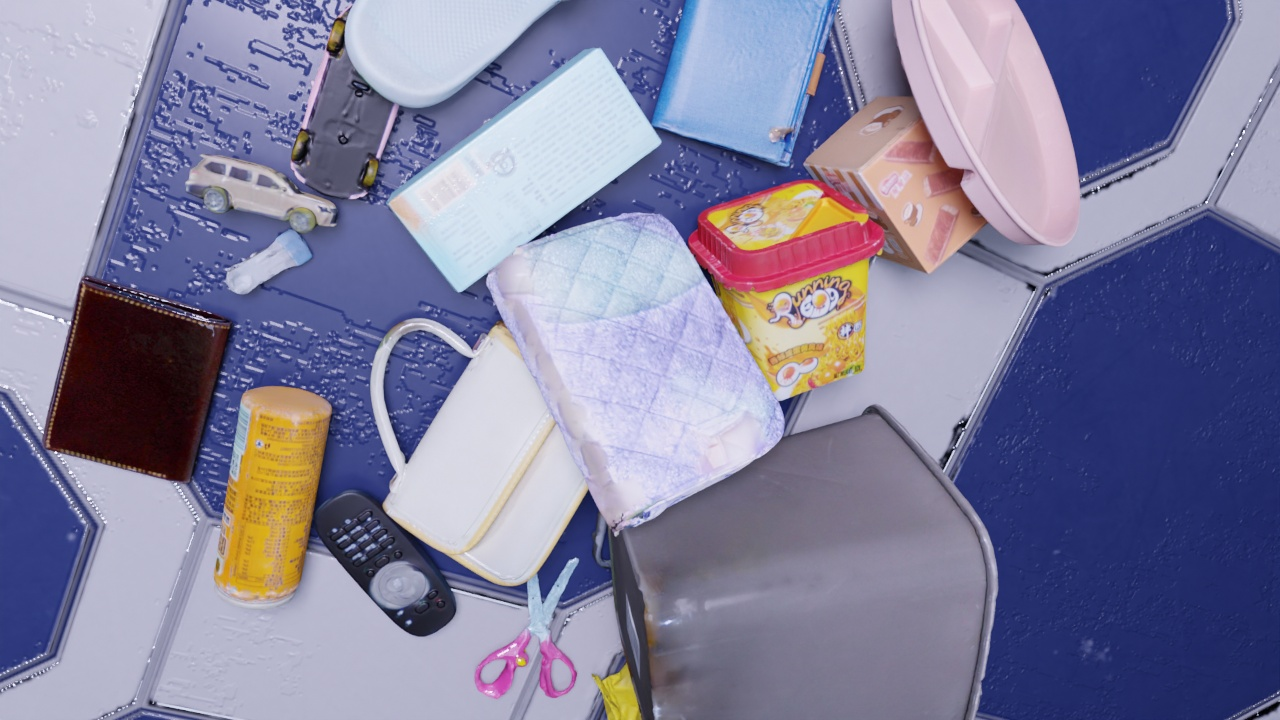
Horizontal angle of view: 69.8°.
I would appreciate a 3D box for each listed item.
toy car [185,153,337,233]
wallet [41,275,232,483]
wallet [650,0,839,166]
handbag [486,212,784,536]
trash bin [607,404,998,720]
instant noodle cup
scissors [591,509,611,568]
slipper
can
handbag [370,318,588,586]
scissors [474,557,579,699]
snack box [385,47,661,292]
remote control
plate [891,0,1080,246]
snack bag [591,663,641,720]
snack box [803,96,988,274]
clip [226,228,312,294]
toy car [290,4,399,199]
[{"bbox_3d":[-0.238,-0.105,0.585,0.090,0.042,0.035,15,100,-18],"label":"toy car"},{"bbox_3d":[-0.335,0.015,0.610,0.096,0.020,0.122,18,102,-13],"label":"wallet"},{"bbox_3d":[0.075,-0.211,0.633,0.106,0.040,0.133,14,103,-8],"label":"wallet"},{"bbox_3d":[-0.004,0.004,0.609,0.134,0.076,0.194,-20,73,-27],"label":"handbag"},{"bbox_3d":[0.098,0.165,0.650,0.219,0.199,0.199,-9,119,-9],"label":"trash bin"},{"bbox_3d":[0.106,-0.048,0.656,0.116,0.116,0.124,-19,121,-9],"label":"instant noodle cup"},{"bbox_3d":[-0.033,0.085,0.708,0.173,0.014,0.159,-28,110,-6],"label":"scissors"},{"bbox_3d":[-0.077,-0.253,0.550,0.245,0.074,0.104,-48,109,-9],"label":"slipper"},{"bbox_3d":[-0.254,0.093,0.631,0.058,0.058,0.146,11,103,-17],"label":"can"},{"bbox_3d":[-0.118,0.054,0.650,0.178,0.063,0.163,32,92,-12],"label":"handbag"},{"bbox_3d":[-0.075,0.218,0.737,0.105,0.017,0.136,29,94,-18],"label":"scissors"},{"bbox_3d":[-0.078,-0.128,0.612,0.175,0.051,0.074,-36,112,0],"label":"snack box"},{"bbox_3d":[-0.188,0.149,0.682,0.053,0.024,0.136,-34,112,-4],"label":"remote control"},{"bbox_3d":[0.233,-0.180,0.614,0.028,0.228,0.229,-22,118,41],"label":"plate"},{"bbox_3d":[0.095,0.283,0.723,0.246,0.158,0.068,4,99,-16],"label":"snack bag"},{"bbox_3d":[0.187,-0.128,0.655,0.077,0.093,0.094,-42,111,0],"label":"snack box"},{"bbox_3d":[-0.247,-0.065,0.608,0.056,0.029,0.024,-31,113,-11],"label":"clip"},{"bbox_3d":[-0.182,-0.164,0.584,0.056,0.037,0.122,19,103,-22],"label":"toy car"}]
